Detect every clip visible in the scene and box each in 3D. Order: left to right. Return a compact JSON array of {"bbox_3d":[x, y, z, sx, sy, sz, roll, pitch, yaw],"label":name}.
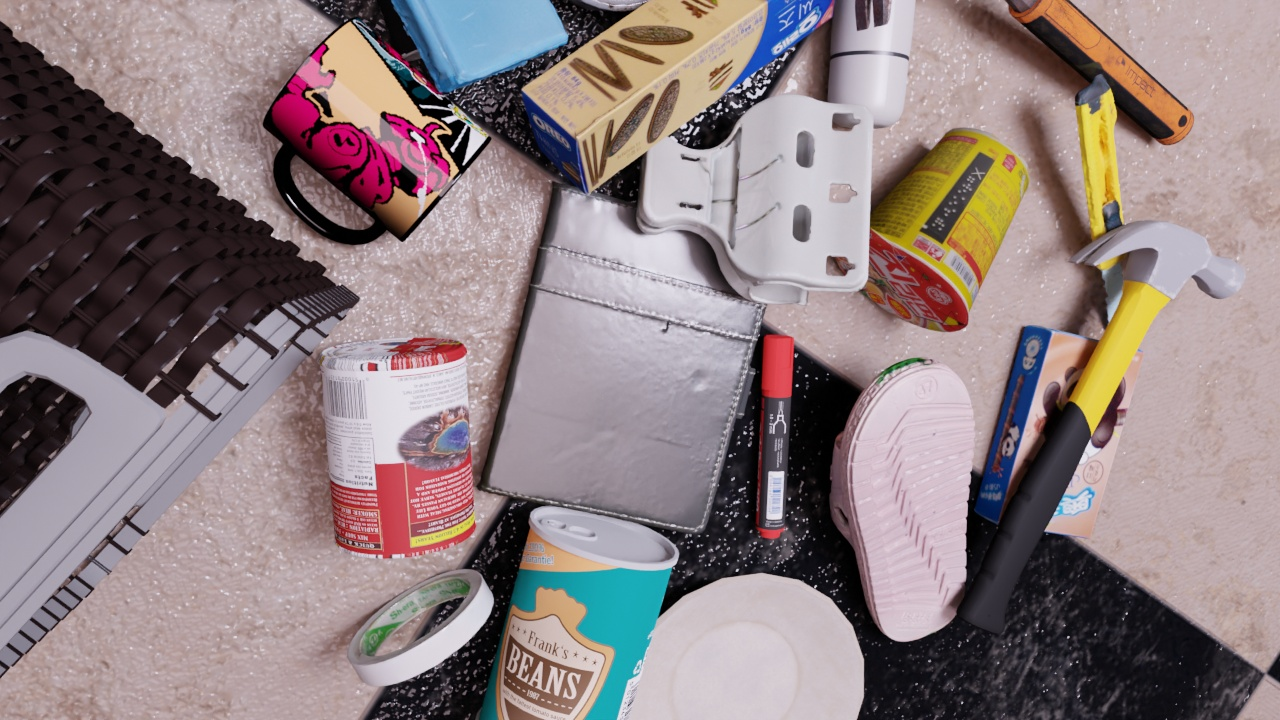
[{"bbox_3d":[0.071,-0.100,0.594,0.152,0.099,0.126,1,75,12],"label":"clip"}]

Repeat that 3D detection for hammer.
[{"bbox_3d":[0.267,-0.218,0.610,0.314,0.035,0.138,24,89,-28],"label":"hammer"},{"bbox_3d":[0.315,0.049,0.664,0.127,0.029,0.323,25,93,-19],"label":"hammer"}]

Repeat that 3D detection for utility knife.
[{"bbox_3d":[0.338,-0.101,0.664,0.030,0.019,0.217,-27,124,-4],"label":"utility knife"}]

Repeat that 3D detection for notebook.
[{"bbox_3d":[-0.004,0.003,0.617,0.169,0.029,0.209,14,96,-15],"label":"notebook"}]

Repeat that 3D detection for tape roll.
[{"bbox_3d":[-0.138,0.166,0.578,0.093,0.094,0.018,-29,104,-8],"label":"tape roll"}]

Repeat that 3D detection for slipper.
[{"bbox_3d":[0.184,0.100,0.662,0.094,0.064,0.239,-18,120,-8],"label":"slipper"}]

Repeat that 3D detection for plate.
[{"bbox_3d":[0.072,0.243,0.675,0.188,0.027,0.189,-2,100,-13],"label":"plate"}]

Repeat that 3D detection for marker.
[{"bbox_3d":[0.094,0.055,0.652,0.023,0.021,0.145,-10,104,-50],"label":"marker"}]

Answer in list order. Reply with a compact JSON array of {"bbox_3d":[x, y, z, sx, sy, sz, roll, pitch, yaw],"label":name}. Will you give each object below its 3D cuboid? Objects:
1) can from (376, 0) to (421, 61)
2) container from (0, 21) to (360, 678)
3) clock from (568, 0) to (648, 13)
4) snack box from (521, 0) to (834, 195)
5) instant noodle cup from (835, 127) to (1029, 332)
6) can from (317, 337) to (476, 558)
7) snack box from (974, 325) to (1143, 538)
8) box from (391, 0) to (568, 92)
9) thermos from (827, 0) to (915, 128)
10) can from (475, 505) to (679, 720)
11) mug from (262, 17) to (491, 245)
[{"bbox_3d":[-0.143,-0.222,0.544,0.031,0.031,0.080,-22,104,-9],"label":"can"},{"bbox_3d":[-0.320,-0.016,0.429,0.243,0.245,0.247,42,88,-13],"label":"container"},{"bbox_3d":[-0.030,-0.270,0.551,0.148,0.056,0.104,30,91,-18],"label":"clock"},{"bbox_3d":[0.028,-0.189,0.555,0.206,0.057,0.056,-39,65,-11],"label":"snack box"},{"bbox_3d":[0.205,-0.092,0.623,0.100,0.100,0.112,40,78,-16],"label":"instant noodle cup"},{"bbox_3d":[-0.146,0.050,0.559,0.086,0.086,0.116,-4,100,-13],"label":"can"},{"bbox_3d":[0.318,0.055,0.700,0.087,0.034,0.151,11,97,-16],"label":"snack box"},{"bbox_3d":[-0.133,-0.268,0.515,0.093,0.054,0.231,-37,107,-34],"label":"box"},{"bbox_3d":[0.155,-0.267,0.597,0.052,0.052,0.224,1,99,-14],"label":"thermos"},{"bbox_3d":[-0.042,0.181,0.600,0.099,0.099,0.144,14,96,-15],"label":"can"},{"bbox_3d":[-0.162,-0.120,0.538,0.098,0.081,0.118,41,116,-16],"label":"mug"}]
